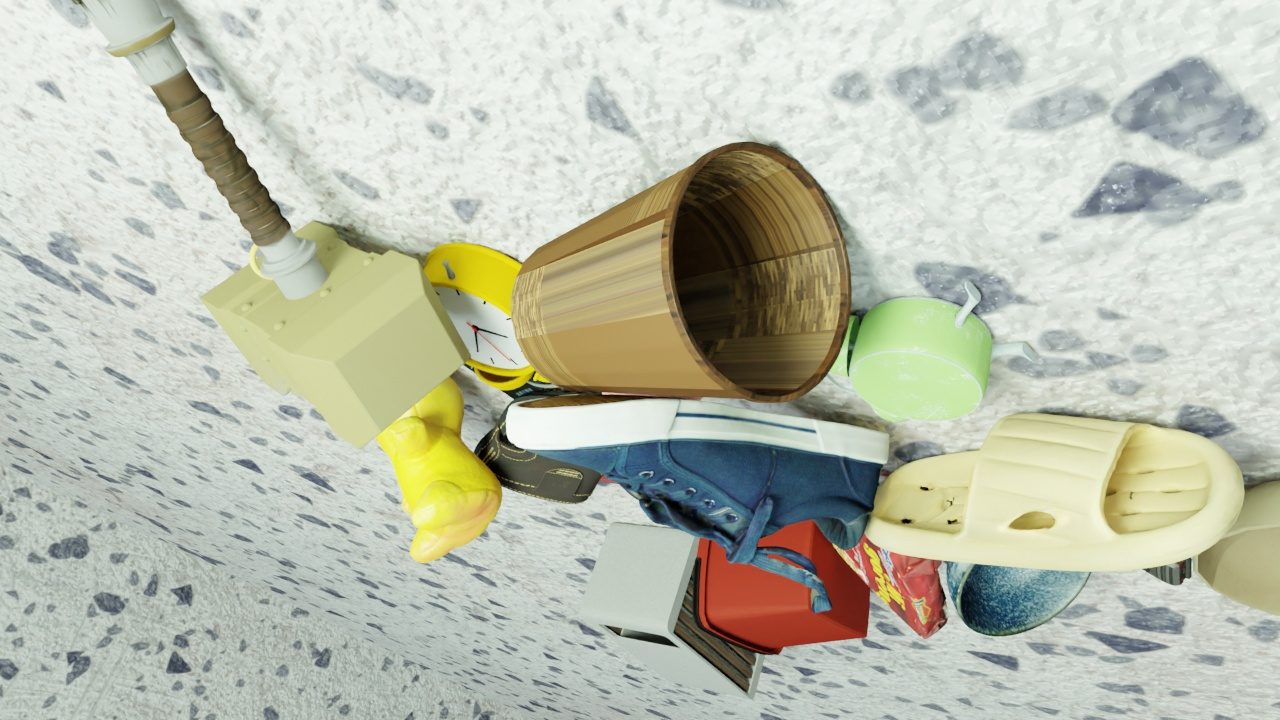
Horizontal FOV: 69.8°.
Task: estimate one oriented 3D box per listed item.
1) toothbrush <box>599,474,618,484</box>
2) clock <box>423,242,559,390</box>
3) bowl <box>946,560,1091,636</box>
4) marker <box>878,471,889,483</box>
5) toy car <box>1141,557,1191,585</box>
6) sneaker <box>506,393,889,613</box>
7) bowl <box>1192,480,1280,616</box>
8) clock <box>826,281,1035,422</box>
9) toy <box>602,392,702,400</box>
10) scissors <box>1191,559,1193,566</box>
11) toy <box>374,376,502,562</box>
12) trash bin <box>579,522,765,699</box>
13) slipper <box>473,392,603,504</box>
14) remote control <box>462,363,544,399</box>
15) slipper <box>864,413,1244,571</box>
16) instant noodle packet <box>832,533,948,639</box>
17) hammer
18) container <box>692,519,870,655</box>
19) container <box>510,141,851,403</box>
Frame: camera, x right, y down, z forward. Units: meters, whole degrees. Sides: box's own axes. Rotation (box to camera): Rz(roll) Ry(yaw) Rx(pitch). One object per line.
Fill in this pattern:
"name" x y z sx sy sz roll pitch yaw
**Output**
"toothbrush" -0.002 0.127 0.920 0.190 0.016 0.016 3 146 29
"clock" -0.109 -0.026 0.694 0.114 0.051 0.152 -10 135 44
"bowl" 0.285 0.151 0.714 0.114 0.060 0.114 -6 121 -11
"marker" 0.159 0.081 0.740 0.142 0.012 0.013 21 152 -2
"toy car" 0.333 0.119 0.634 0.092 0.037 0.040 43 173 45
"sneaker" 0.046 0.089 0.609 0.294 0.127 0.121 12 175 -30
"bowl" 0.434 0.114 0.574 0.152 0.050 0.152 16 151 9
"clock" 0.166 0.001 0.567 0.094 0.042 0.120 38 148 -26
"toy" -0.004 0.004 0.673 0.090 0.051 0.110 -15 135 42
"scissors" 0.373 0.172 0.759 0.179 0.016 0.103 -12 142 38
"toy" -0.187 0.072 0.812 0.087 0.193 0.135 -17 146 -20
"trash bin" 0.050 0.293 1.070 0.115 0.114 0.229 -1 145 35
"slipper" -0.081 0.087 0.826 0.113 0.075 0.269 12 158 -27
"remote control" -0.147 -0.016 0.768 0.150 0.022 0.047 37 148 -24
"slipper" 0.242 0.074 0.599 0.079 0.111 0.262 54 147 -12
"instant noodle packet" 0.195 0.154 0.748 0.135 0.039 0.099 47 163 51
"hammer" -0.253 -0.113 0.578 0.190 0.100 0.325 22 145 43
"container" 0.103 0.209 0.881 0.201 0.126 0.148 -13 147 38
"container" 0.012 -0.038 0.525 0.132 0.132 0.168 38 153 -29
